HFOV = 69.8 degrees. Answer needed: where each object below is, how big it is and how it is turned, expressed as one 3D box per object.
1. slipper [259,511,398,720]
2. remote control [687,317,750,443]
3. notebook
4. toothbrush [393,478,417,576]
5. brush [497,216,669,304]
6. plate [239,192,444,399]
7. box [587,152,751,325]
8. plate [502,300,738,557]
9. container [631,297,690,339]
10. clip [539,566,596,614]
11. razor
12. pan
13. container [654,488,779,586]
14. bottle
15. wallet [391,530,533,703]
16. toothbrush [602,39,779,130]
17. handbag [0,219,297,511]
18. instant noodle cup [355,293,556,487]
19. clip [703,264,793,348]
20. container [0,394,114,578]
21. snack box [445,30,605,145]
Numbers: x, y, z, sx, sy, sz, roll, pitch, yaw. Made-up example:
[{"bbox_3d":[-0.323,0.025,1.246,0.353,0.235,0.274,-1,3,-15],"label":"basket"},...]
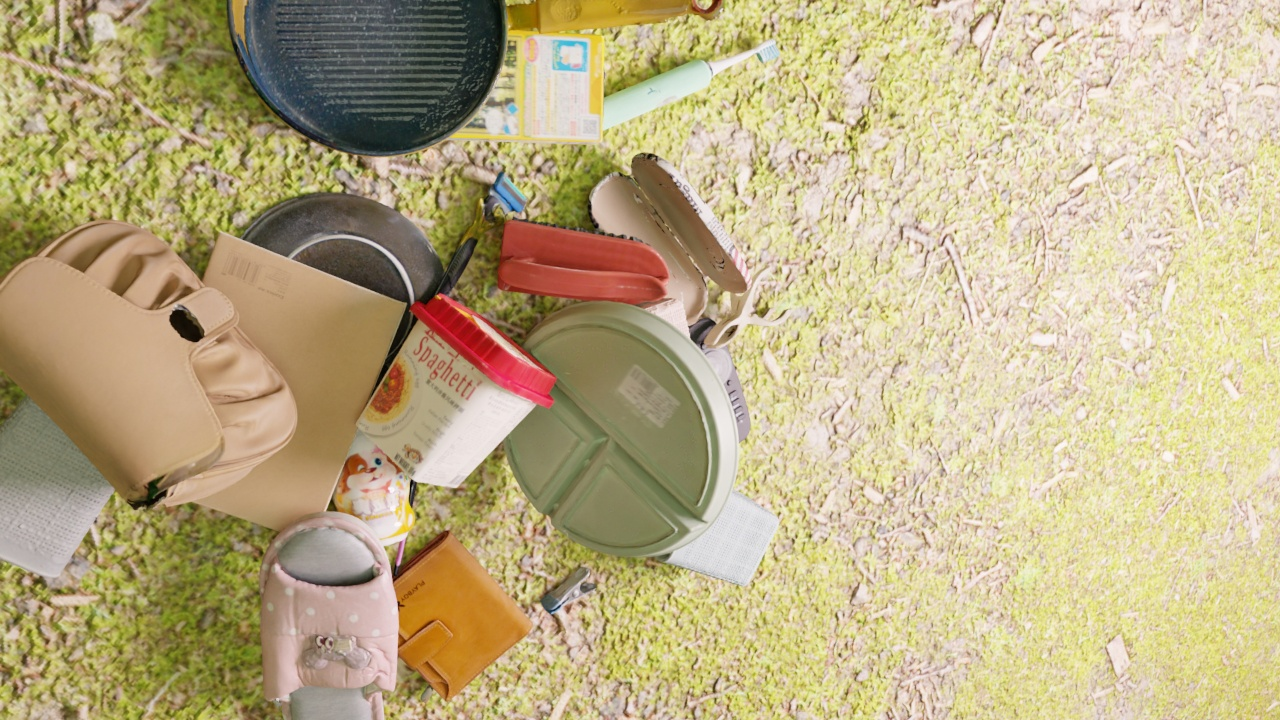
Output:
[{"bbox_3d":[-0.259,0.248,0.762,0.114,0.054,0.275,5,115,-6],"label":"slipper"},{"bbox_3d":[0.072,0.023,0.909,0.053,0.024,0.136,-27,109,-22],"label":"remote control"},{"bbox_3d":[-0.293,0.024,0.721,0.149,0.012,0.211,22,96,-10],"label":"notebook"},{"bbox_3d":[-0.199,0.098,0.804,0.017,0.014,0.189,12,94,-17],"label":"toothbrush"},{"bbox_3d":[-0.047,-0.078,0.780,0.146,0.069,0.063,7,120,-8],"label":"brush"},{"bbox_3d":[-0.244,-0.047,0.748,0.179,0.024,0.179,-6,105,-24],"label":"plate"},{"bbox_3d":[0.029,-0.107,0.825,0.162,0.086,0.075,51,53,-22],"label":"box"},{"bbox_3d":[-0.028,0.064,0.779,0.027,0.231,0.230,-29,120,-59],"label":"plate"},{"bbox_3d":[-0.005,0.005,0.826,0.089,0.090,0.111,-21,108,-41],"label":"container"},{"bbox_3d":[-0.071,0.224,0.893,0.056,0.024,0.028,-30,117,-19],"label":"clip"},{"bbox_3d":[-0.147,-0.091,0.778,0.142,0.022,0.042,-61,145,-9],"label":"razor"},{"bbox_3d":[-0.118,-0.256,0.683,0.357,0.078,0.198,-6,97,-11],"label":"pan"},{"bbox_3d":[0.065,0.160,0.905,0.111,0.090,0.090,27,90,-30],"label":"container"},{"bbox_3d":[-0.227,0.101,0.770,0.063,0.063,0.108,-10,92,-22],"label":"bottle"},{"bbox_3d":[-0.183,0.240,0.844,0.119,0.035,0.130,-42,113,-14],"label":"wallet"},{"bbox_3d":[0.030,-0.247,0.824,0.224,0.026,0.027,-27,92,-17],"label":"toothbrush"},{"bbox_3d":[-0.337,0.000,0.629,0.100,0.147,0.204,-35,101,26],"label":"handbag"},{"bbox_3d":[-0.150,0.029,0.736,0.124,0.116,0.116,-53,160,1],"label":"instant noodle cup"},{"bbox_3d":[0.101,-0.056,0.891,0.099,0.035,0.098,-11,102,-32],"label":"clip"},{"bbox_3d":[-0.425,0.076,0.661,0.090,0.090,0.114,38,82,-28],"label":"container"},{"bbox_3d":[-0.100,-0.223,0.750,0.140,0.034,0.087,-2,100,-14],"label":"snack box"}]
